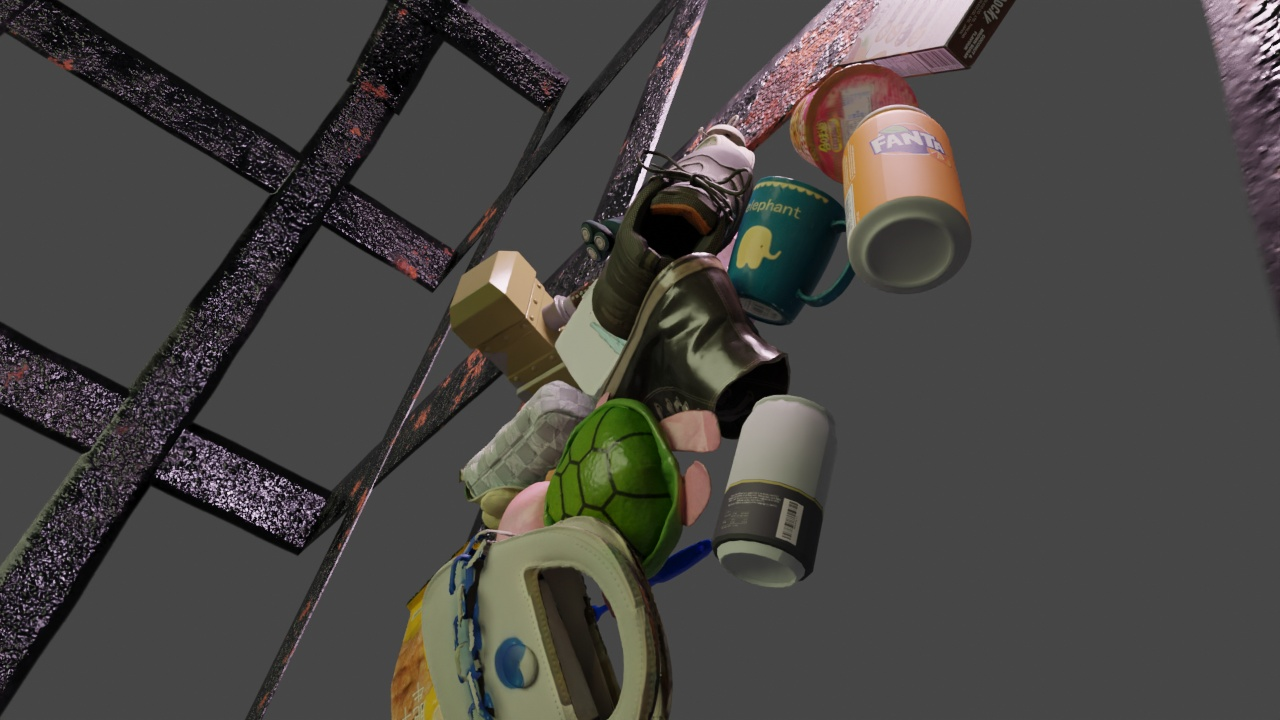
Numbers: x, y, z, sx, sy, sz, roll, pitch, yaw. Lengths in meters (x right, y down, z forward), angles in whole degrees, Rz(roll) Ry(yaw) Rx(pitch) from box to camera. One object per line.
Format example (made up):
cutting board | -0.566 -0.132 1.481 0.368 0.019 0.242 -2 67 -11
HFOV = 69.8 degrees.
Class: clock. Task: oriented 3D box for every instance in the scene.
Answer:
clock | 0.087 -0.237 1.100 0.104 0.061 0.156 -25 39 57

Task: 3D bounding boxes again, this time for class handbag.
handbag | -0.067 0.208 0.635 0.200 0.092 0.200 -39 64 35
handbag | -0.099 0.110 0.955 0.172 0.112 0.123 -47 31 28

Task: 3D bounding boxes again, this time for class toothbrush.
toothbrush | -0.001 0.181 0.741 0.183 0.018 0.016 -41 50 40

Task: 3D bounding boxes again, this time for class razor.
razor | 0.007 -0.149 1.000 0.143 0.047 0.052 -19 17 -2

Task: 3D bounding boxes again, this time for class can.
can | 0.091 0.080 0.601 0.064 0.064 0.127 -32 32 51
can | 0.185 -0.117 0.651 0.079 0.079 0.142 -43 24 37

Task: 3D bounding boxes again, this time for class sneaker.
sneaker | 0.039 -0.139 0.790 0.237 0.101 0.143 -59 -4 -34
sneaker | 0.039 0.039 0.760 0.120 0.095 0.235 56 136 33

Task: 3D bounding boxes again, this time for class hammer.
hammer | -0.044 -0.089 1.087 0.326 0.190 0.100 -30 29 22

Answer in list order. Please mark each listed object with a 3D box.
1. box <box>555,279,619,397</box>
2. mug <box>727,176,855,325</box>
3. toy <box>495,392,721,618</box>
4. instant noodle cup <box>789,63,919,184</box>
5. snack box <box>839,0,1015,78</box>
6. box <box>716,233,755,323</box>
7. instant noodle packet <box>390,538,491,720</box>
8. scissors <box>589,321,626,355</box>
box | -0.023 -0.020 1.003 0.102 0.076 0.107 52 121 33
mug | 0.127 -0.084 0.760 0.112 0.084 0.104 16 78 40
toy | -0.027 0.106 0.711 0.239 0.087 0.190 -29 60 41
instant noodle cup | 0.176 -0.203 0.797 0.098 0.097 0.108 -55 12 8
snack box | 0.261 -0.308 0.829 0.101 0.031 0.186 -57 19 3
box | 0.067 -0.084 0.915 0.150 0.073 0.201 -26 26 8
instant noodle packet | -0.183 0.316 0.909 0.163 0.084 0.221 -44 29 33
scissors | -0.010 0.006 0.921 0.175 0.032 0.078 46 113 45
